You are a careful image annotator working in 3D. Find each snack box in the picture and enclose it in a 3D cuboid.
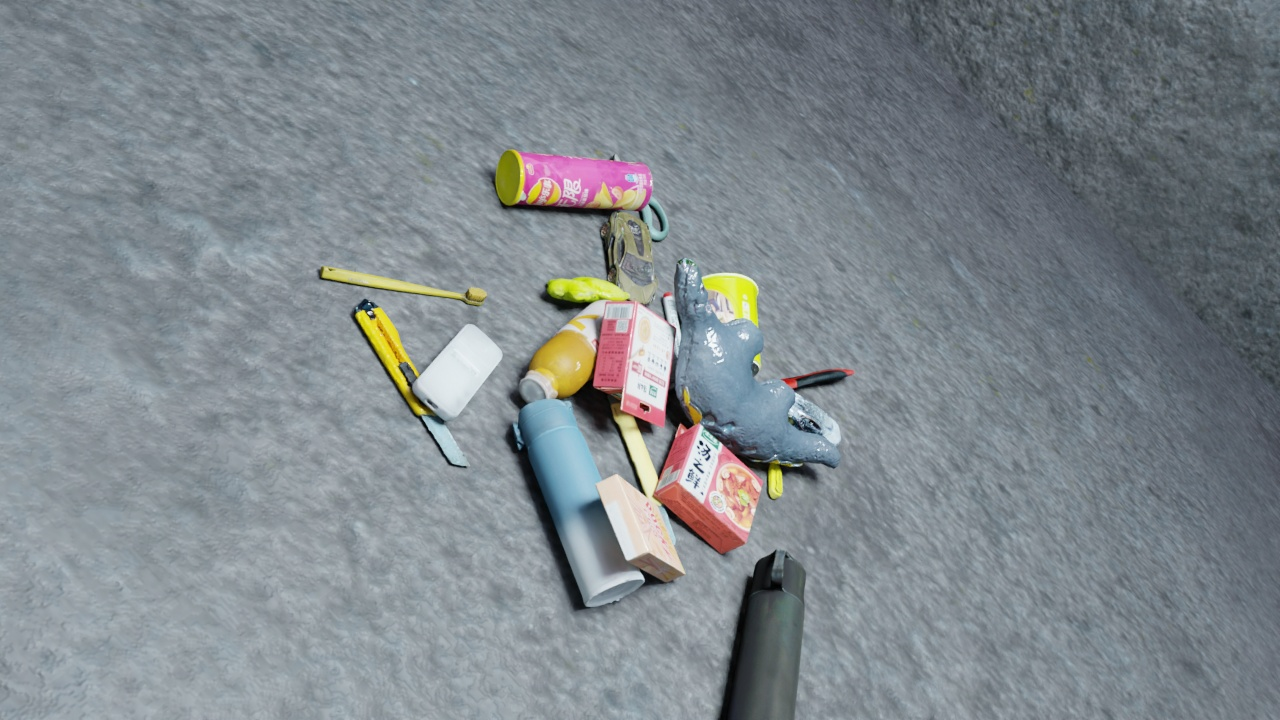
[{"bbox_3d":[-0.006,0.006,1.072,0.113,0.044,0.127,29,66,-59],"label":"snack box"},{"bbox_3d":[0.084,0.141,1.074,0.113,0.044,0.126,42,39,-15],"label":"snack box"},{"bbox_3d":[0.002,0.173,0.932,0.084,0.026,0.157,66,6,25],"label":"snack box"}]

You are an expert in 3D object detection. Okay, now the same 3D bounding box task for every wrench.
[{"bbox_3d":[0.224,0.030,1.304,0.272,0.056,0.016,-9,100,-48],"label":"wrench"}]

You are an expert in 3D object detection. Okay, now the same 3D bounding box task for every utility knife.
[{"bbox_3d":[0.004,0.124,1.053,0.030,0.021,0.204,1,49,-34],"label":"utility knife"},{"bbox_3d":[-0.235,0.021,0.947,0.033,0.015,0.216,-22,71,-45],"label":"utility knife"}]

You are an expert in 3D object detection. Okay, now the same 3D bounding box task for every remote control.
[{"bbox_3d":[-0.193,0.011,0.977,0.056,0.020,0.135,43,32,-11],"label":"remote control"}]

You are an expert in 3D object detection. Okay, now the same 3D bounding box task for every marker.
[{"bbox_3d":[0.177,0.129,1.196,0.018,0.015,0.123,33,39,-21],"label":"marker"},{"bbox_3d":[0.047,-0.034,1.232,0.017,0.017,0.145,15,47,-30],"label":"marker"}]

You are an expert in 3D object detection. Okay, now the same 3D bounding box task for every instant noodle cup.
[{"bbox_3d":[0.111,-0.035,1.225,0.111,0.112,0.123,13,57,-32],"label":"instant noodle cup"}]

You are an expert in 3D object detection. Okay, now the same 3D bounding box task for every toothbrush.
[{"bbox_3d":[-0.259,-0.085,1.021,0.189,0.017,0.015,8,50,-35],"label":"toothbrush"}]

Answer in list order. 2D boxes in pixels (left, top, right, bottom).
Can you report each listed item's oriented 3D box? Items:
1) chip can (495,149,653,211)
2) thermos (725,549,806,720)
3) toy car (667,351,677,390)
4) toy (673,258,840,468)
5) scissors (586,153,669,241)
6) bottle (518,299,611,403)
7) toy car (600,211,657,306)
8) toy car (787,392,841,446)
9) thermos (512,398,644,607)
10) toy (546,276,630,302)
[{"bbox_3d":[-0.087,-0.242,1.246,0.210,0.072,0.071,-4,58,-35],"label":"chip can"},{"bbox_3d":[0.129,0.305,0.947,0.068,0.090,0.241,1,40,15],"label":"thermos"},{"bbox_3d":[0.013,-0.014,1.172,0.054,0.037,0.120,-16,64,-46],"label":"toy car"},{"bbox_3d":[0.116,0.035,1.130,0.356,0.138,0.091,53,0,-23],"label":"toy"},{"bbox_3d":[-0.028,-0.242,1.354,0.171,0.019,0.170,-11,62,-46],"label":"scissors"},{"bbox_3d":[-0.075,-0.007,1.065,0.068,0.068,0.189,44,40,1],"label":"bottle"},{"bbox_3d":[-0.011,-0.140,1.260,0.070,0.042,0.158,15,50,-29],"label":"toy car"},{"bbox_3d":[0.239,0.083,1.276,0.105,0.031,0.048,36,41,-11],"label":"toy car"},{"bbox_3d":[-0.068,0.141,0.946,0.070,0.070,0.220,-2,56,-41],"label":"thermos"},{"bbox_3d":[-0.068,-0.089,1.157,0.097,0.031,0.100,16,13,20],"label":"toy"}]
